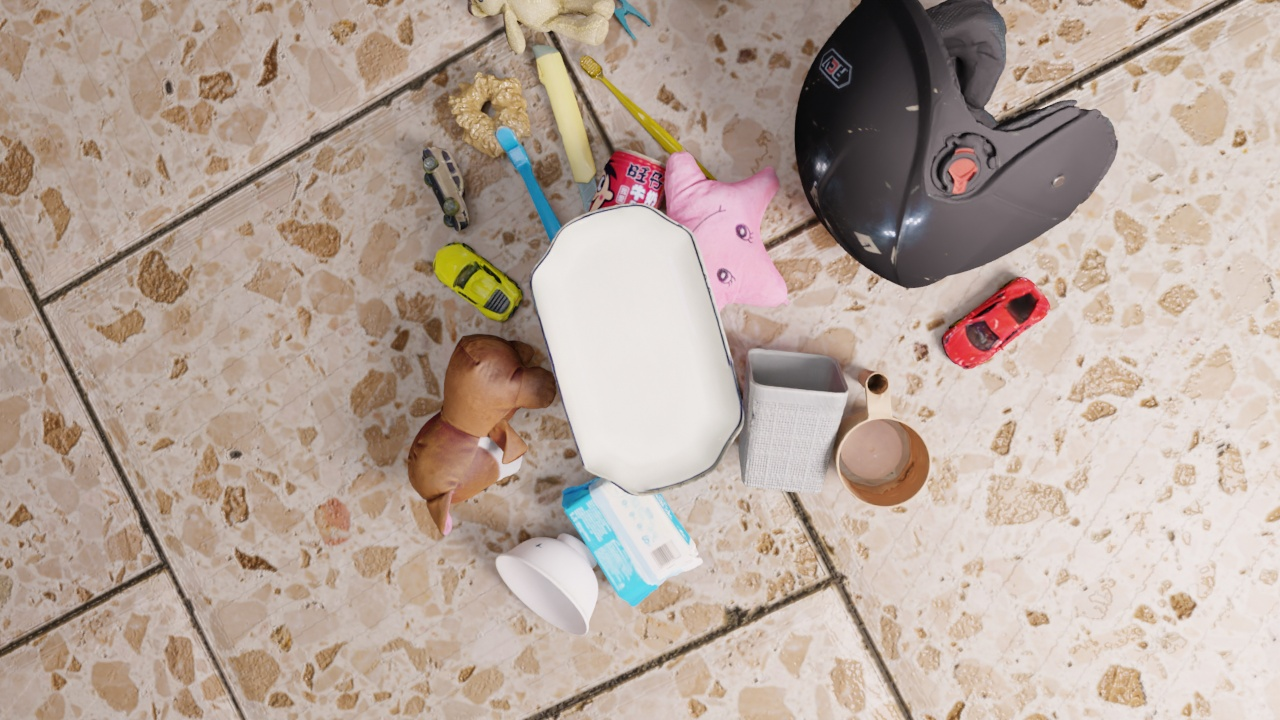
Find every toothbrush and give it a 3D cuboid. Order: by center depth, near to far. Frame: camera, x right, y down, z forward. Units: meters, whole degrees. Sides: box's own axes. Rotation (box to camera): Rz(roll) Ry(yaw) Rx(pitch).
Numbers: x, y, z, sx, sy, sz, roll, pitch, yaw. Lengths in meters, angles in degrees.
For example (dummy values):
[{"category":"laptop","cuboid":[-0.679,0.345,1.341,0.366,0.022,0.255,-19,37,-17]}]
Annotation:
[{"category":"toothbrush","cuboid":[0.006,-0.245,0.939,0.190,0.016,0.016,45,98,4]}]

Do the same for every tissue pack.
[{"category":"tissue pack","cuboid":[-0.010,0.171,0.935,0.090,0.063,0.140,-34,89,6]}]

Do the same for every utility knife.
[{"category":"utility knife","cuboid":[-0.071,-0.230,0.950,0.031,0.021,0.207,-17,87,12]}]

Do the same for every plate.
[{"category":"plate","cuboid":[-0.003,-0.009,0.847,0.162,0.034,0.266,-18,96,-7]}]

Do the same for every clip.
[{"category":"clip","cuboid":[-0.016,-0.356,0.940,0.040,0.014,0.056,-42,86,7]}]

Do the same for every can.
[{"category":"can","cuboid":[-0.014,-0.159,0.920,0.066,0.066,0.094,21,95,7]}]

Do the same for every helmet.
[{"category":"helmet","cuboid":[0.244,-0.193,0.791,0.231,0.233,0.274,-39,127,22]}]

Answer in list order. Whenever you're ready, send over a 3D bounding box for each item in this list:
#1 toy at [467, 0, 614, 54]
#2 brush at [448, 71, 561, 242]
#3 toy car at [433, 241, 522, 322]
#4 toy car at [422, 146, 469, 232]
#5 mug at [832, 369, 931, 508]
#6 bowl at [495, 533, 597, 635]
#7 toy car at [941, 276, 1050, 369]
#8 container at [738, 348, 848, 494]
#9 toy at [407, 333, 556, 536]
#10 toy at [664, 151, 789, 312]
[{"category":"toy","cuboid":[-0.100,-0.360,0.925,0.157,0.066,0.105,21,90,13]},{"category":"brush","cuboid":[-0.117,-0.186,0.940,0.083,0.046,0.254,-29,82,5]},{"category":"toy car","cuboid":[-0.174,-0.083,0.964,0.105,0.032,0.048,38,97,7]},{"category":"toy car","cuboid":[-0.201,-0.178,0.958,0.035,0.042,0.090,-22,83,-14]},{"category":"mug","cuboid":[0.224,0.071,0.877,0.084,0.103,0.124,-5,91,8]},{"category":"bowl","cuboid":[-0.083,0.217,0.939,0.118,0.119,0.064,39,59,5]},{"category":"toy car","cuboid":[0.345,-0.035,0.894,0.106,0.031,0.049,-38,86,10]},{"category":"container","cuboid":[0.141,0.060,0.883,0.090,0.090,0.114,6,113,1]},{"category":"toy","cuboid":[-0.167,0.071,0.932,0.130,0.140,0.200,29,99,-30]},{"category":"toy","cuboid":[0.079,-0.111,0.905,0.178,0.075,0.194,30,86,-15]}]
